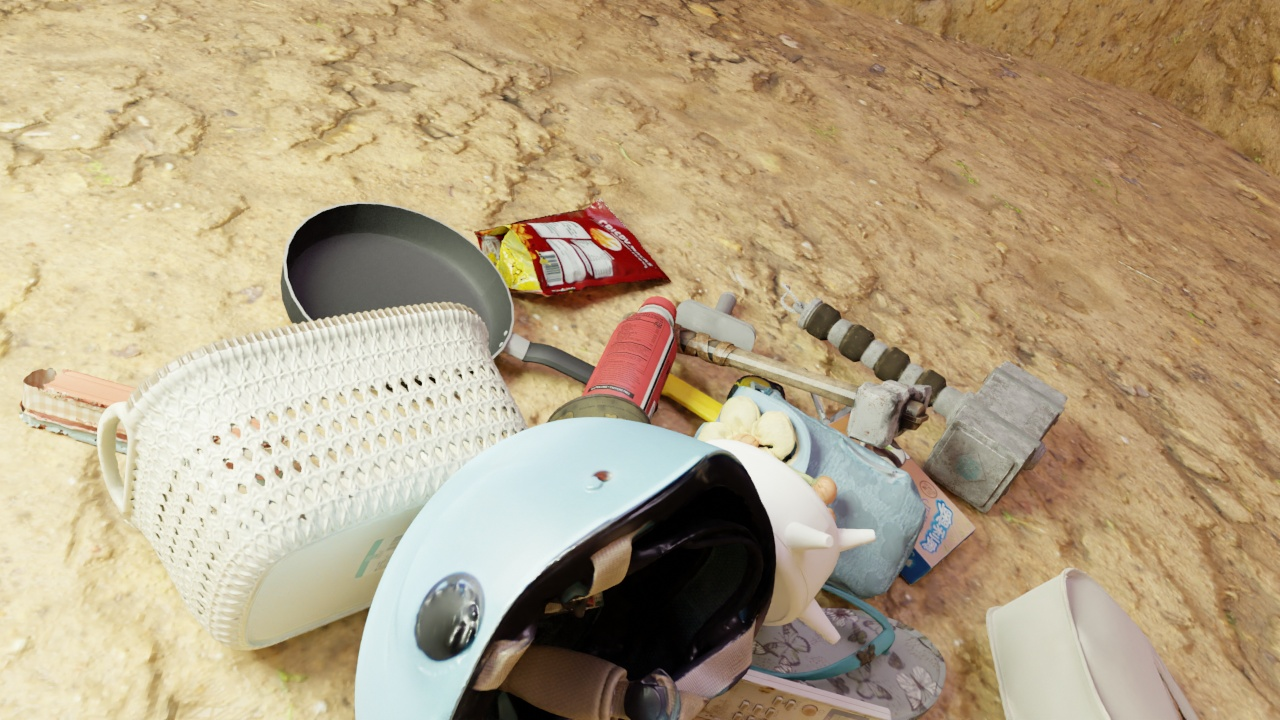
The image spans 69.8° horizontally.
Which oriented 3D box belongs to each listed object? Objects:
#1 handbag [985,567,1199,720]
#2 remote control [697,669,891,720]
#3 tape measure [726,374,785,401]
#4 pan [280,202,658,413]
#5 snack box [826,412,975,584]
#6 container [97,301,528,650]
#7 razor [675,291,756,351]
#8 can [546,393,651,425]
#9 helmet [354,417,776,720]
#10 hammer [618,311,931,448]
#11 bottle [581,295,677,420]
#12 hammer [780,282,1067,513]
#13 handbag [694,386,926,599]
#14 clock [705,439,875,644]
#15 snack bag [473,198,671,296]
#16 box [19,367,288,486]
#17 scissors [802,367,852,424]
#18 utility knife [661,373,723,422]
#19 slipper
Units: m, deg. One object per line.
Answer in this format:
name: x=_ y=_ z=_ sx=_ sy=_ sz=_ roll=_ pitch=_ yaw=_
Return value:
handbag: x=0.350 y=0.268 z=0.675 sx=0.199 sy=0.093 sz=0.200 roll=36 pitch=32 yaw=-13
remote control: x=0.094 y=0.232 z=0.609 sx=0.136 sy=0.050 sz=0.011 roll=17 pitch=35 yaw=-5
tape measure: x=0.115 y=0.041 z=0.891 sx=0.061 sy=0.034 sz=0.061 roll=12 pitch=39 yaw=-17
pan: x=-0.148 y=-0.024 z=0.831 sx=0.355 sy=0.044 sz=0.203 roll=26 pitch=40 yaw=-13
snack box: x=0.219 y=0.116 z=0.821 sx=0.087 sy=0.034 sz=0.151 roll=-21 pitch=63 yaw=-43
container: x=-0.187 y=0.069 z=0.584 sx=0.245 sy=0.185 sz=0.143 roll=-15 pitch=58 yaw=-40
razor: x=0.087 y=-0.048 z=1.000 sx=0.088 sy=0.047 sz=0.116 roll=24 pitch=27 yaw=4
can: x=-0.031 y=0.082 z=0.714 sx=0.090 sy=0.090 sz=0.074 roll=11 pitch=37 yaw=-14
helmet: x=-0.051 y=0.152 z=0.508 sx=0.167 sy=0.225 sz=0.265 roll=20 pitch=68 yaw=38
hammer: x=0.115 y=0.005 z=0.865 sx=0.319 sy=0.049 sz=0.121 roll=19 pitch=15 yaw=32
bottle: x=-0.005 y=0.005 z=0.822 sx=0.062 sy=0.062 sz=0.176 roll=22 pitch=43 yaw=2
hammer: x=0.275 y=0.011 z=0.975 sx=0.326 sy=0.080 sz=0.176 roll=36 pitch=37 yaw=21
handbag: x=0.130 y=0.105 z=0.732 sx=0.192 sy=0.119 sz=0.121 roll=32 pitch=81 yaw=12
clock: x=0.071 y=0.111 z=0.626 sx=0.161 sy=0.125 sz=0.072 roll=21 pitch=50 yaw=34
snack bag: x=-0.068 y=-0.123 z=1.002 sx=0.139 sy=0.067 sz=0.207 roll=43 pitch=38 yaw=22
box: x=-0.343 y=0.042 z=0.651 sx=0.186 sy=0.056 sz=0.059 roll=15 pitch=67 yaw=-5
scissors: x=0.168 y=0.070 z=0.870 sx=0.174 sy=0.014 sz=0.141 roll=-13 pitch=62 yaw=-42
utility knife: x=0.058 y=0.044 z=0.861 sx=0.030 sy=0.017 sz=0.151 roll=-31 pitch=44 yaw=-34
slipper: x=0.106 y=0.203 z=0.656 sx=0.268 sy=0.055 sz=0.098 roll=11 pitch=38 yaw=-11
